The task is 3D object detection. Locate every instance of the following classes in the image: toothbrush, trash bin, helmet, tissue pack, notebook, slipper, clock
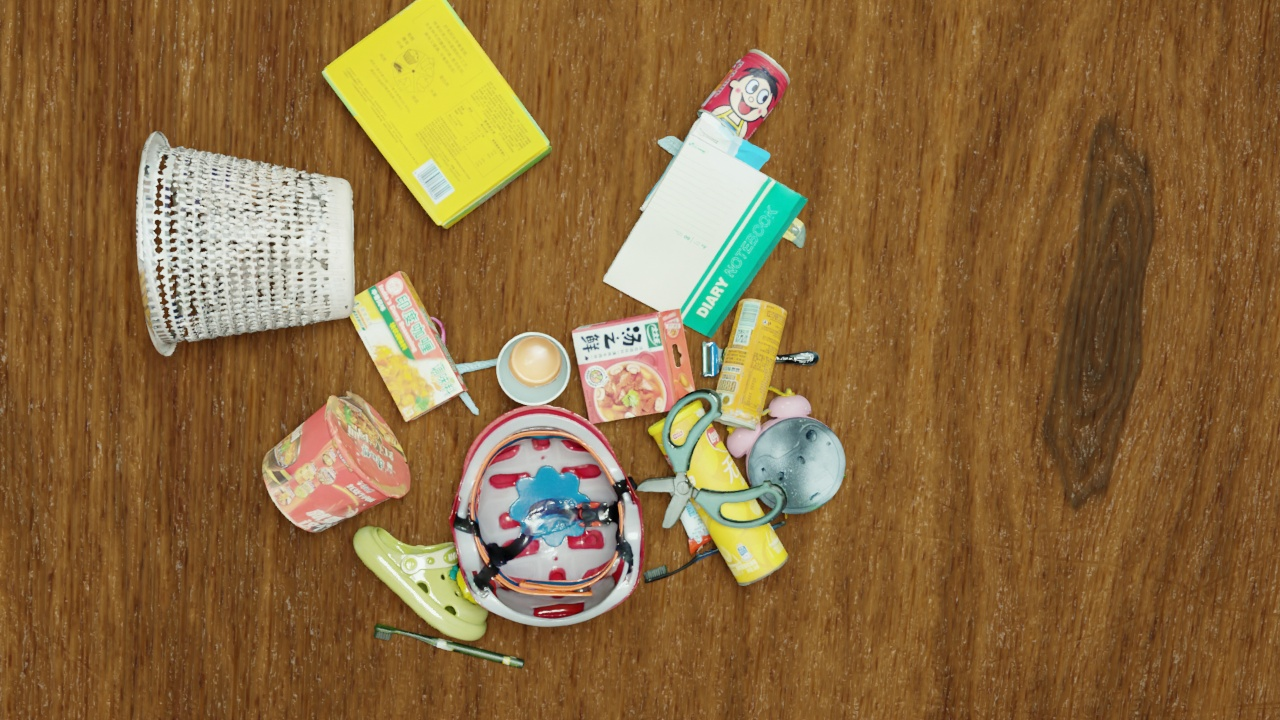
[{"bbox_3d":[0.091,0.233,1.130,0.189,0.014,0.016,-22,74,-3],"label":"toothbrush"},{"bbox_3d":[-0.402,-0.119,0.965,0.192,0.228,0.227,-1,96,-18],"label":"trash bin"},{"bbox_3d":[-0.105,0.172,1.044,0.207,0.144,0.240,-8,85,-4],"label":"helmet"},{"bbox_3d":[0.071,-0.201,1.041,0.090,0.063,0.140,32,122,-8],"label":"tissue pack"},{"bbox_3d":[0.069,-0.134,1.038,0.150,0.012,0.210,27,124,-9],"label":"notebook"},{"bbox_3d":[-0.244,0.246,1.065,0.190,0.091,0.081,41,89,-4],"label":"slipper"},{"bbox_3d":[-0.232,0.349,1.114,0.186,0.012,0.017,16,100,-6],"label":"toothbrush"},{"bbox_3d":[0.171,0.105,1.101,0.117,0.060,0.158,-33,99,0],"label":"clock"}]

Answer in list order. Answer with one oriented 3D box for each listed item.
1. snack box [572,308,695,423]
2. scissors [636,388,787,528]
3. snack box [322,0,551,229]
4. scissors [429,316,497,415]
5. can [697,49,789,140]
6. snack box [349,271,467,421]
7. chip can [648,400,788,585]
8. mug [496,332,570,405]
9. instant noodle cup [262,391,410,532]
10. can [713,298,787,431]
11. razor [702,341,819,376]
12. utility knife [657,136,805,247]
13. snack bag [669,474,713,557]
[{"bbox_3d":[-0.006,0.006,1.073,0.127,0.044,0.113,-11,96,6],"label":"snack box"},{"bbox_3d":[0.088,0.126,1.028,0.179,0.019,0.170,22,100,9],"label":"scissors"},{"bbox_3d":[-0.221,-0.276,1.022,0.157,0.070,0.210,-37,97,-1],"label":"snack box"},{"bbox_3d":[-0.231,0.007,1.075,0.133,0.017,0.135,-12,92,0],"label":"scissors"},{"bbox_3d":[0.119,-0.300,1.051,0.066,0.066,0.094,39,91,-7],"label":"can"},{"bbox_3d":[-0.269,-0.016,1.052,0.077,0.027,0.156,-29,88,5],"label":"snack box"},{"bbox_3d":[0.091,0.155,1.078,0.072,0.072,0.213,-30,90,-2],"label":"chip can"},{"bbox_3d":[-0.118,0.004,1.033,0.078,0.123,0.078,0,95,-4],"label":"mug"},{"bbox_3d":[-0.342,0.121,1.025,0.109,0.137,0.138,-33,97,7],"label":"instant noodle cup"},{"bbox_3d":[0.125,0.004,1.062,0.058,0.058,0.146,16,83,-6],"label":"can"},{"bbox_3d":[0.144,-0.002,1.105,0.142,0.022,0.042,-1,85,-3],"label":"razor"},{"bbox_3d":[0.112,-0.204,1.089,0.213,0.022,0.031,33,86,-3],"label":"utility knife"},{"bbox_3d":[0.061,0.183,1.114,0.048,0.026,0.104,-30,97,-26],"label":"snack bag"}]
